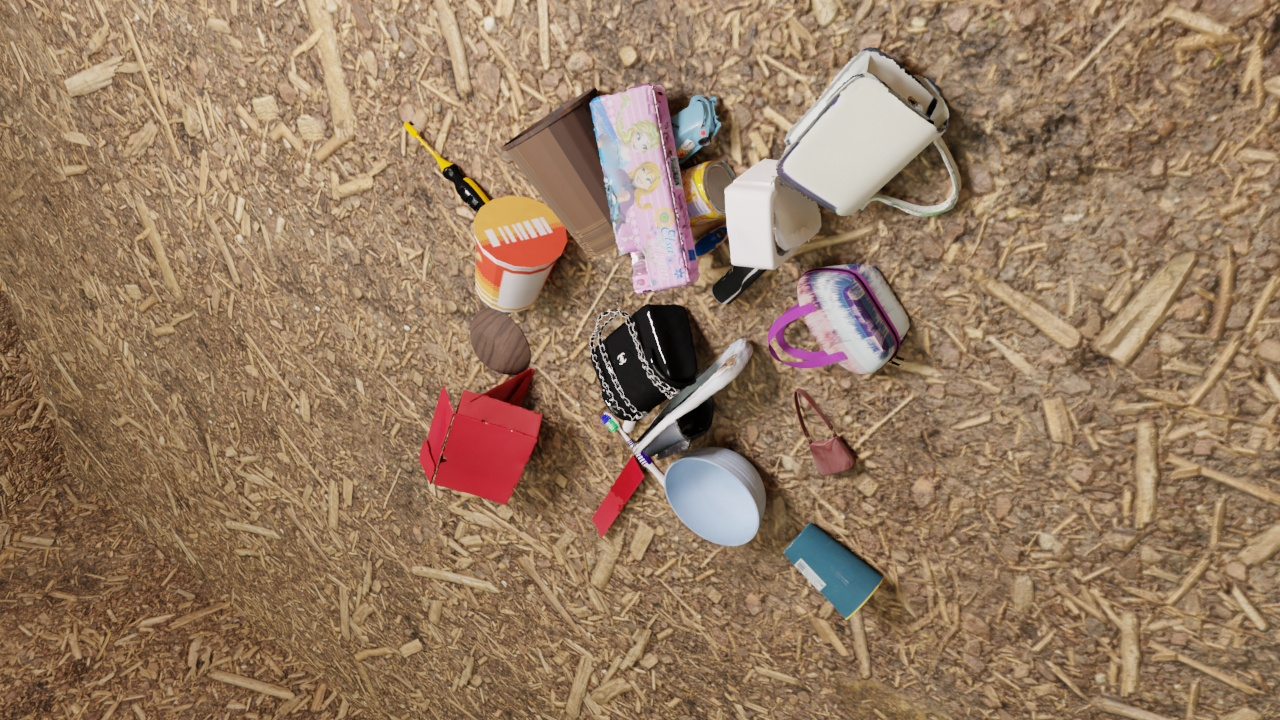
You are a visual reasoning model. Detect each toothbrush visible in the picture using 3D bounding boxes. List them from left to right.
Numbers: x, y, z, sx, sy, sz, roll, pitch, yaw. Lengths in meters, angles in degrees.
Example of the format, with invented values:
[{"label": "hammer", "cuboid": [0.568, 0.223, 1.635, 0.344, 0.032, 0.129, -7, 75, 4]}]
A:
[{"label": "toothbrush", "cuboid": [-0.271, -0.270, 1.312, 0.196, 0.030, 0.031, 47, 133, 5]}, {"label": "toothbrush", "cuboid": [0.006, 0.151, 1.400, 0.186, 0.016, 0.015, 48, 137, 1]}, {"label": "toothbrush", "cuboid": [0.102, -0.156, 1.101, 0.021, 0.017, 0.135, 54, 137, -3]}]

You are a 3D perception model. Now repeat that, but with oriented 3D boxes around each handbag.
[{"label": "handbag", "cuboid": [-0.007, 0.007, 1.214, 0.154, 0.114, 0.125, -36, 64, 44]}, {"label": "handbag", "cuboid": [0.227, 0.089, 1.174, 0.055, 0.029, 0.119, -23, 98, 43]}, {"label": "handbag", "cuboid": [0.217, -0.036, 1.070, 0.144, 0.067, 0.170, 56, 143, -7]}, {"label": "handbag", "cuboid": [0.246, -0.209, 0.923, 0.176, 0.073, 0.152, 31, 139, -10]}]

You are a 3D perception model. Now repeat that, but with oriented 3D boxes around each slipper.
[{"label": "slipper", "cuboid": [0.073, 0.068, 1.227, 0.063, 0.111, 0.265, 40, 133, -1]}]

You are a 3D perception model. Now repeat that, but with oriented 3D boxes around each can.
[{"label": "can", "cuboid": [0.056, -0.189, 1.077, 0.105, 0.067, 0.068, -10, 112, 42]}, {"label": "can", "cuboid": [0.121, -0.101, 1.114, 0.031, 0.031, 0.081, 47, 137, 1]}]

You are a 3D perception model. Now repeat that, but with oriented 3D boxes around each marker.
[{"label": "marker", "cuboid": [-0.004, 0.062, 1.341, 0.017, 0.020, 0.134, 32, 135, 11]}]

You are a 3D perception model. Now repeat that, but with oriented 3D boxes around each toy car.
[{"label": "toy car", "cuboid": [0.045, -0.258, 1.044, 0.108, 0.027, 0.060, -32, 58, 47]}]

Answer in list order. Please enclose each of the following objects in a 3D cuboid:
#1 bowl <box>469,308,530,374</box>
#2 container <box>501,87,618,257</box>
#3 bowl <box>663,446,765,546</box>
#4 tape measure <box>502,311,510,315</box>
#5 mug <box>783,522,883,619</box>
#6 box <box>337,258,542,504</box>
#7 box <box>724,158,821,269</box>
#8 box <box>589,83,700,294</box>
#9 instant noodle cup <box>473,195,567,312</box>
[{"label": "bowl", "cuboid": [-0.232, -0.023, 1.455, 0.119, 0.032, 0.119, 21, 131, 26]}, {"label": "container", "cuboid": [-0.067, -0.223, 1.117, 0.132, 0.131, 0.167, -15, 115, 44]}, {"label": "bowl", "cuboid": [0.116, 0.178, 1.289, 0.151, 0.074, 0.151, 22, 131, 27]}, {"label": "tape measure", "cuboid": [-0.199, -0.107, 1.367, 0.065, 0.035, 0.059, 52, 146, -9]}, {"label": "mug", "cuboid": [0.259, 0.283, 1.252, 0.121, 0.077, 0.078, 41, 137, 14]}, {"label": "box", "cuboid": [-0.347, 0.052, 1.479, 0.425, 0.127, 0.213, 40, 138, 11]}, {"label": "box", "cuboid": [0.160, -0.159, 0.989, 0.102, 0.107, 0.102, 11, 125, 29]}, {"label": "box", "cuboid": [0.002, -0.191, 1.034, 0.085, 0.063, 0.230, -7, 96, 43]}, {"label": "instant noodle cup", "cuboid": [-0.175, -0.140, 1.270, 0.123, 0.123, 0.121, 39, 144, 10]}]
